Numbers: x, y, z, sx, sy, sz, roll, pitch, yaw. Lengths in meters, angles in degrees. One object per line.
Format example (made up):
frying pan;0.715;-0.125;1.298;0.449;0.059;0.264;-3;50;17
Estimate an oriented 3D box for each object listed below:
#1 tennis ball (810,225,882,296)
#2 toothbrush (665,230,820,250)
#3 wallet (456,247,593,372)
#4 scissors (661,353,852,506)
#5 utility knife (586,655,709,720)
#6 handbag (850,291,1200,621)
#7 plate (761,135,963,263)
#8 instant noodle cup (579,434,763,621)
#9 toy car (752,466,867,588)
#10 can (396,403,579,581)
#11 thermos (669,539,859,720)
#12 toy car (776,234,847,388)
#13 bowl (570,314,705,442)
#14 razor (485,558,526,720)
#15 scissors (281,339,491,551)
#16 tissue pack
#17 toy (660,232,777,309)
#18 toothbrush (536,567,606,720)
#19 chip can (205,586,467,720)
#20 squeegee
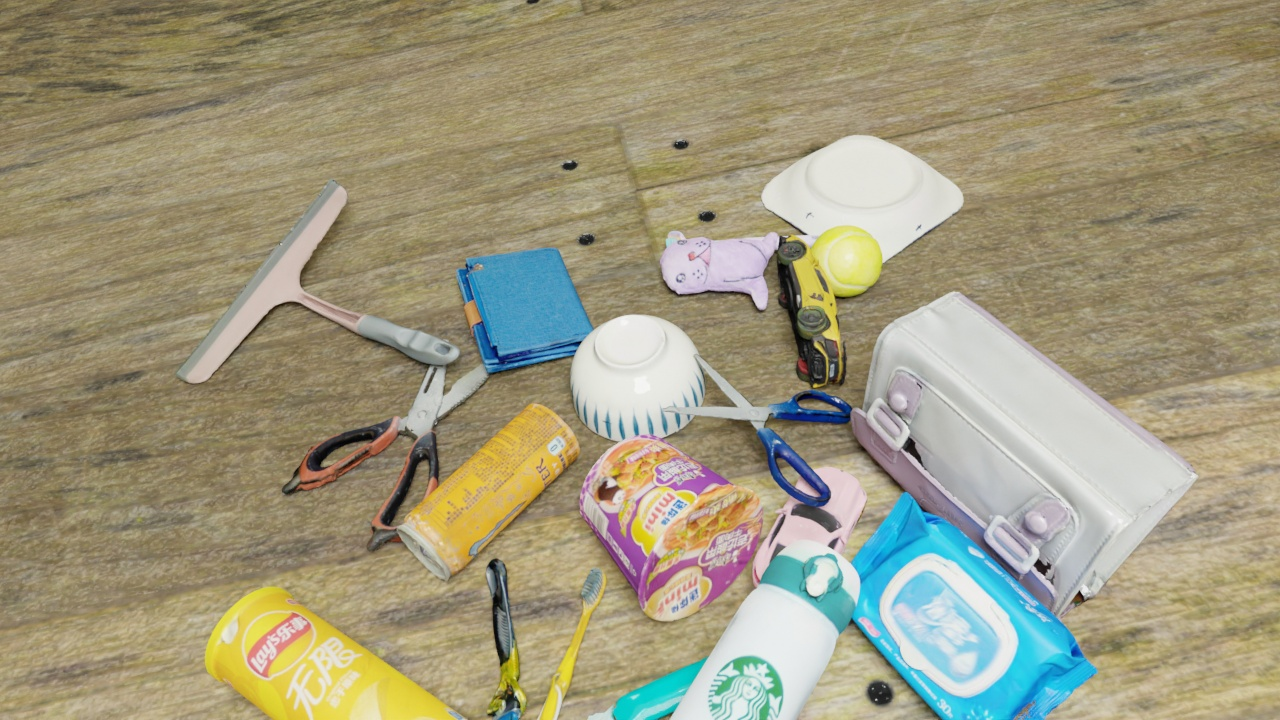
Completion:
tennis ball;0.185;-0.090;0.829;0.065;0.066;0.065;-3;50;4
toothbrush;0.118;-0.114;0.880;0.189;0.021;0.029;0;56;13
wallet;-0.108;-0.049;0.848;0.106;0.040;0.133;-13;47;-15
scissors;0.099;0.049;0.713;0.173;0.012;0.162;3;40;-22
utility knife;0.019;0.223;0.617;0.222;0.013;0.029;-21;48;-10
handbag;0.244;0.068;0.634;0.098;0.145;0.197;-26;52;-21
plate;0.222;-0.175;0.918;0.163;0.034;0.164;-34;54;-20
instant noodle cup;0.017;0.112;0.658;0.111;0.112;0.099;-32;44;-19
toy car;0.125;0.126;0.673;0.056;0.037;0.122;22;55;21
can;-0.115;0.099;0.710;0.058;0.058;0.145;31;60;28
thermos;0.062;0.213;0.564;0.073;0.073;0.223;26;65;26
toy car;0.145;-0.047;0.794;0.041;0.071;0.155;-9;49;0
bowl;-0.005;0.004;0.771;0.116;0.066;0.116;-4;49;4
razor;-0.097;0.203;0.646;0.043;0.022;0.142;-43;38;28
scissors;-0.197;0.064;0.775;0.226;0.015;0.189;-26;48;-15
tissue pack;0.199;0.168;0.592;0.095;0.052;0.157;-53;53;14
toy;0.071;-0.086;0.857;0.108;0.039;0.083;5;63;9
toothbrush;-0.057;0.220;0.619;0.016;0.018;0.190;1;44;23
chip can;-0.186;0.229;0.601;0.213;0.072;0.071;24;56;23
squeegee;-0.263;-0.037;0.854;0.250;0.040;0.247;20;66;24
